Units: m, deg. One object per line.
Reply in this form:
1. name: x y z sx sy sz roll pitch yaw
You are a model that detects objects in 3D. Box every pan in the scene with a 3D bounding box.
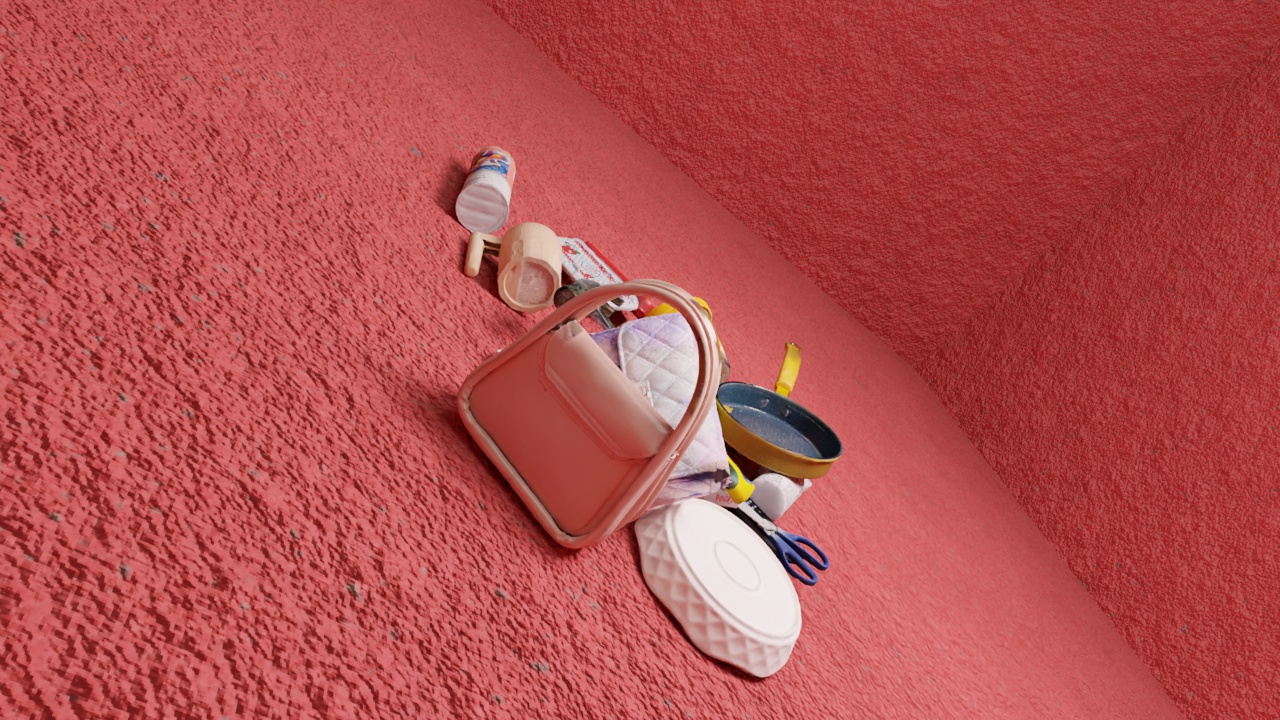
1. pan: 0.210 0.057 1.368 0.198 0.078 0.356 26 21 2

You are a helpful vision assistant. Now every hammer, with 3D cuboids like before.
1. hammer: 0.024 0.034 1.081 0.323 0.032 0.126 51 19 1

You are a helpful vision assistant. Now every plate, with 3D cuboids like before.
1. plate: 0.086 0.221 0.937 0.205 0.046 0.204 34 24 -18

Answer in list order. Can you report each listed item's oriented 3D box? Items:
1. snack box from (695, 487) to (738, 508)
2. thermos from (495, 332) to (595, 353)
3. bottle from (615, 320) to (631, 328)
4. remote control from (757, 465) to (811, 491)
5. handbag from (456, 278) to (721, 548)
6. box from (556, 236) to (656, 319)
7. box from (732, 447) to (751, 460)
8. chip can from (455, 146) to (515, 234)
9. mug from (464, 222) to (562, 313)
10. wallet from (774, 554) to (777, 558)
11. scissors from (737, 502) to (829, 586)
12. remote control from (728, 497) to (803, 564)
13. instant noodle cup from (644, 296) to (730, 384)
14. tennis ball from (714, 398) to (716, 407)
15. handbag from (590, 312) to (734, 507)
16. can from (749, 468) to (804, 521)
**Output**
1. snack box: 0.067 0.117 1.148 0.084 0.027 0.156 14 31 -25
2. thermos: -0.091 0.002 1.053 0.087 0.067 0.198 17 11 20
3. bottle: -0.007 0.007 1.220 0.057 0.058 0.174 37 19 -20
4. remote control: 0.219 0.179 1.392 0.056 0.019 0.135 50 19 18
5. handbag: -0.031 0.031 0.818 0.193 0.235 0.093 47 20 10
6. box: -0.056 -0.125 1.406 0.161 0.058 0.201 21 20 -47
7. box: 0.152 0.094 1.391 0.069 0.052 0.164 56 12 -23
8. chip can: -0.218 -0.248 1.317 0.071 0.071 0.214 38 18 -20
9. mug: -0.160 -0.123 1.165 0.124 0.084 0.103 13 28 -13
10. wallet: 0.112 0.224 1.058 0.122 0.020 0.096 37 19 -15
11. scissors: 0.154 0.210 1.114 0.172 0.012 0.132 26 30 -10
12. remote control: 0.149 0.209 1.157 0.136 0.024 0.053 46 20 20
13. instant noodle cup: 0.069 -0.014 1.353 0.118 0.119 0.114 20 37 -52
14. tennis ball: 0.071 0.063 1.254 0.065 0.066 0.065 39 18 -16
15. handbag: 0.012 0.052 0.952 0.076 0.134 0.193 74 4 -62
16. can: 0.184 0.177 1.252 0.058 0.058 0.146 48 18 11
